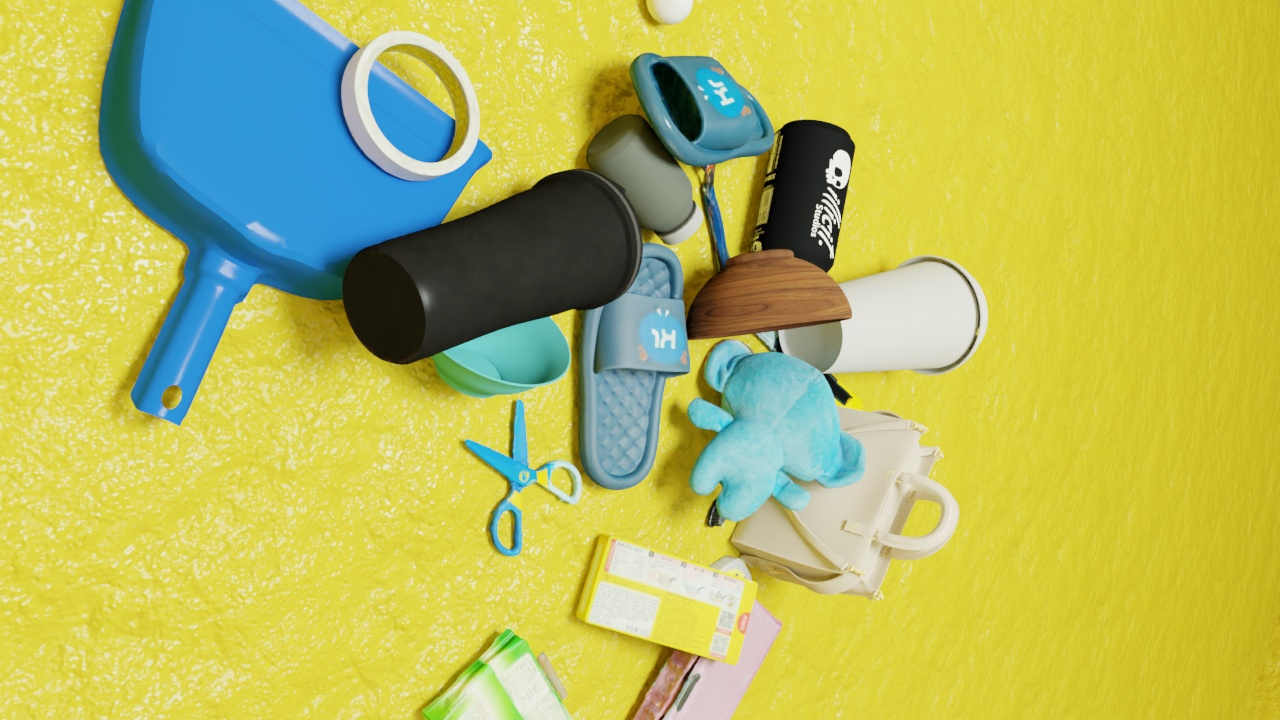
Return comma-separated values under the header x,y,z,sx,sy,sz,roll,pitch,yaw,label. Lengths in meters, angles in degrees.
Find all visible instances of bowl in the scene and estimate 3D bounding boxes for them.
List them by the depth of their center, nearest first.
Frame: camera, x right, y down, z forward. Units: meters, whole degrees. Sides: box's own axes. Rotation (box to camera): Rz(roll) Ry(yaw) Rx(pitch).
x,y,z,sx,sy,sz,roll,pitch,yaw,label
-0.115,-0.008,0.663,0.121,0.121,0.046,3,131,-42,bowl
0.110,-0.061,0.816,0.147,0.148,0.069,-6,89,-42,bowl

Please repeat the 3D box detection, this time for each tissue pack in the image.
x,y,z,sx,sy,sz,roll,pitch,yaw,label
-0.107,0.280,0.719,0.099,0.034,0.114,-39,118,-30,tissue pack

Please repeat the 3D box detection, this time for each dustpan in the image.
x,y,z,sx,sy,sz,roll,pitch,yaw,label
-0.233,-0.084,0.560,0.245,0.060,0.257,33,62,-39,dustpan

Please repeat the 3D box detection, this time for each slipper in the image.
x,y,z,sx,sy,sz,roll,pitch,yaw,label
-0.005,0.005,0.774,0.103,0.059,0.213,11,88,-40,slipper
0.060,-0.220,0.782,0.213,0.059,0.104,-18,76,-56,slipper

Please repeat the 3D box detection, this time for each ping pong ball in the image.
x,y,z,sx,sy,sz,roll,pitch,yaw,label
0.025,-0.308,0.785,0.040,0.040,0.040,-4,96,-42,ping pong ball

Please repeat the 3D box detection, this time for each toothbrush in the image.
x,y,z,sx,sy,sz,roll,pitch,yaw,label
0.113,0.086,0.915,0.014,0.017,0.187,47,62,-32,toothbrush

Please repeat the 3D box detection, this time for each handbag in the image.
x,y,z,sx,sy,sz,roll,pitch,yaw,label
0.214,0.136,0.885,0.101,0.198,0.194,46,64,-34,handbag

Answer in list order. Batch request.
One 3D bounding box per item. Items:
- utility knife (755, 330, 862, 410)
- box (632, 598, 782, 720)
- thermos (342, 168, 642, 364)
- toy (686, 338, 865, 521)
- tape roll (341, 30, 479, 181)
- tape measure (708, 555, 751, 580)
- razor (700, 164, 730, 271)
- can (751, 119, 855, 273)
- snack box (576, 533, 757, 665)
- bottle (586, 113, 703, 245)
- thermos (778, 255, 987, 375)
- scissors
x,y,z,sx,sy,sz,roll,pitch,yaw,label
0.176,0.011,0.964,0.197,0.020,0.028,36,66,-36,utility knife
0.048,0.320,0.843,0.098,0.041,0.232,47,69,-31,box
-0.094,-0.064,0.623,0.218,0.106,0.106,-30,113,-52,thermos
0.111,0.077,0.850,0.183,0.115,0.180,42,61,3,toy
-0.148,-0.166,0.600,0.094,0.019,0.094,7,81,-45,tape roll
0.083,0.228,0.898,0.064,0.017,0.065,-22,108,-39,tape measure
0.069,-0.140,0.854,0.043,0.018,0.141,-38,122,-59,razor
0.157,-0.152,0.890,0.080,0.080,0.146,17,82,-42,can
0.026,0.209,0.801,0.152,0.025,0.075,22,76,-18,snack box
0.006,-0.149,0.768,0.108,0.060,0.060,47,63,-34,bottle
0.250,-0.040,0.955,0.221,0.132,0.131,-9,99,-38,thermos
-0.089,0.093,0.734,0.125,0.016,0.125,-6,99,-45,scissors
